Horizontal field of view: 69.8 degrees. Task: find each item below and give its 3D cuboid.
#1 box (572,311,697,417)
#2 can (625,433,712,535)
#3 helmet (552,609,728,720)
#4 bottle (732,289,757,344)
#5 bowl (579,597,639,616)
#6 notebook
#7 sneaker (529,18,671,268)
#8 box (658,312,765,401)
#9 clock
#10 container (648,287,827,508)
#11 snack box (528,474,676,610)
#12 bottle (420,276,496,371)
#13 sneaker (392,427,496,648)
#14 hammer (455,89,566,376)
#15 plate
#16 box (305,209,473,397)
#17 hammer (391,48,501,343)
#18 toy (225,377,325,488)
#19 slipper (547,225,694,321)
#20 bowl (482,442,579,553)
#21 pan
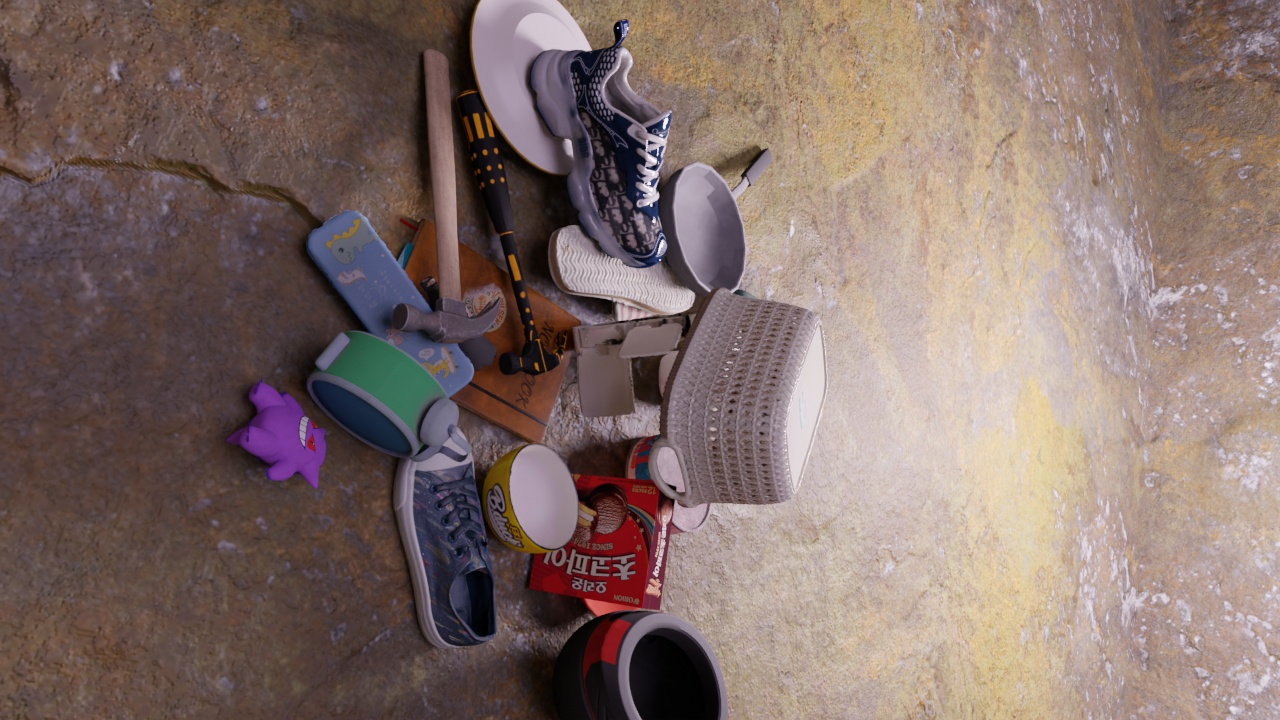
[{"bbox_3d":[-0.006,-0.004,1.046,0.185,0.145,0.095,-65,146,-62],"label":"box"},{"bbox_3d":[0.037,0.154,1.152,0.130,0.044,0.129,29,53,-47],"label":"can"},{"bbox_3d":[-0.006,0.377,1.026,0.264,0.170,0.163,47,49,-27],"label":"helmet"},{"bbox_3d":[0.123,-0.026,1.262,0.061,0.061,0.131,25,69,-42],"label":"bottle"},{"bbox_3d":[-0.038,0.249,1.101,0.121,0.035,0.122,5,83,-43],"label":"bowl"},{"bbox_3d":[-0.181,-0.022,1.002,0.249,0.014,0.178,33,64,-37],"label":"notebook"},{"bbox_3d":[-0.014,-0.237,1.034,0.103,0.133,0.269,-41,114,-51],"label":"sneaker"},{"bbox_3d":[0.105,-0.001,1.180,0.084,0.163,0.111,47,44,-40],"label":"box"},{"bbox_3d":[-0.228,0.042,0.866,0.161,0.122,0.075,36,61,-8],"label":"clock"},{"bbox_3d":[0.115,0.042,1.003,0.245,0.143,0.185,-63,148,-41],"label":"container"},{"bbox_3d":[-0.043,0.197,1.016,0.035,0.152,0.132,27,67,-53],"label":"snack box"},{"bbox_3d":[-0.192,-0.039,0.955,0.036,0.036,0.110,-50,119,-35],"label":"bottle"},{"bbox_3d":[-0.191,0.179,0.930,0.087,0.079,0.235,-6,90,-44],"label":"sneaker"},{"bbox_3d":[-0.147,-0.140,1.012,0.123,0.036,0.320,-14,90,-62],"label":"hammer"},{"bbox_3d":[-0.107,-0.331,1.069,0.229,0.021,0.229,16,70,-51],"label":"plate"},{"bbox_3d":[-0.243,-0.050,0.902,0.066,0.049,0.210,-44,108,-32],"label":"box"},{"bbox_3d":[-0.206,-0.173,0.947,0.119,0.031,0.330,12,63,-48],"label":"hammer"},{"bbox_3d":[-0.323,0.072,0.829,0.088,0.056,0.106,33,30,-34],"label":"toy"},{"bbox_3d":[-0.025,-0.106,1.131,0.262,0.052,0.115,5,80,-51],"label":"slipper"},{"bbox_3d":[-0.127,0.153,0.992,0.117,0.068,0.117,35,46,-46],"label":"bowl"},{"bbox_3d":[0.114,-0.215,1.264,0.356,0.041,0.179,-52,123,-46],"label":"pan"}]
